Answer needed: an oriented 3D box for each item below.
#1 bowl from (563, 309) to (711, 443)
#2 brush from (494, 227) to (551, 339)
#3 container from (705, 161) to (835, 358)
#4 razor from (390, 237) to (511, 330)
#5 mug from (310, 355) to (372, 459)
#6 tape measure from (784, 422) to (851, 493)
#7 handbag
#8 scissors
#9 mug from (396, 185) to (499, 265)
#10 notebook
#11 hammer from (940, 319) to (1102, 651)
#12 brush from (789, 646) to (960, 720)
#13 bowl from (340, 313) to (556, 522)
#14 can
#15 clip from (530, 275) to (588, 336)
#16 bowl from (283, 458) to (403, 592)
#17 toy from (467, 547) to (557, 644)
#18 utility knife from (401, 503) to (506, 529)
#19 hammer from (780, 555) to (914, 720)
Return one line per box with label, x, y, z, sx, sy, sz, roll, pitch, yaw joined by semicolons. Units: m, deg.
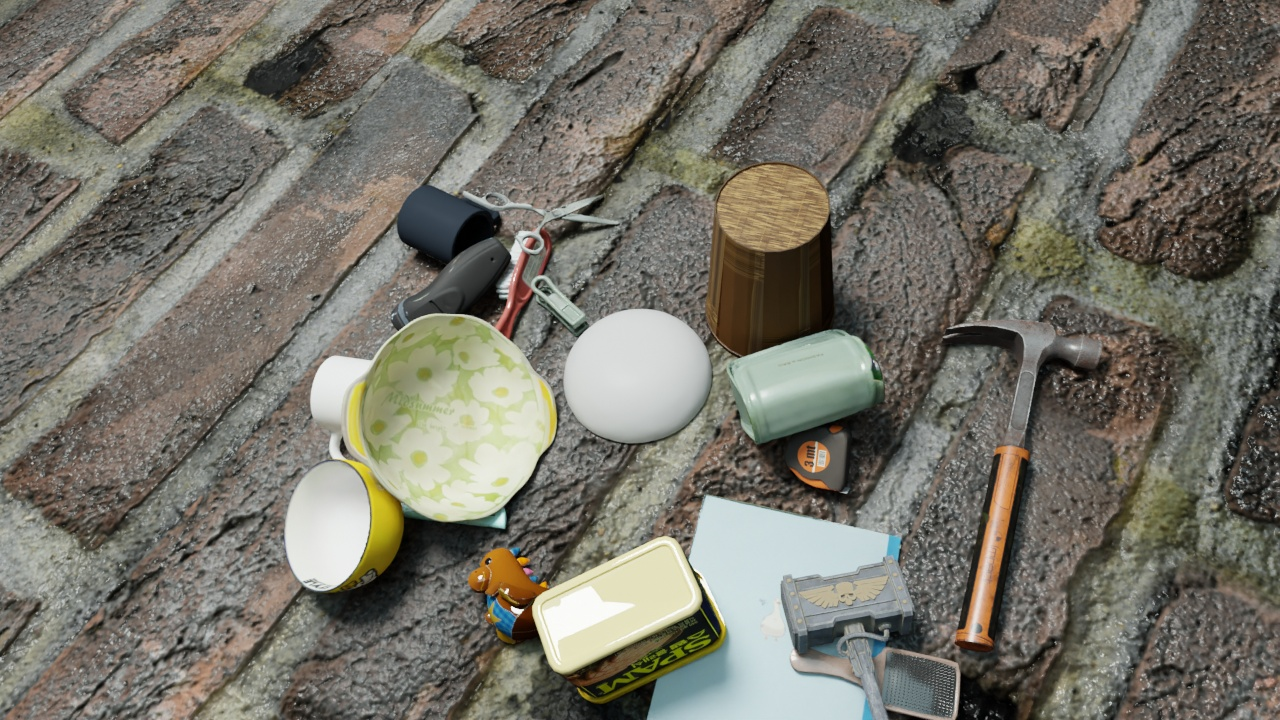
bowl;-0.005;0.005;0.903;0.149;0.043;0.149;-3;61;6
brush;-0.138;-0.066;0.967;0.030;0.041;0.172;4;63;30
container;0.123;-0.094;0.869;0.132;0.167;0.132;-3;61;6
razor;-0.196;-0.074;0.959;0.140;0.053;0.064;-42;26;-5
mug;-0.266;0.056;0.901;0.090;0.073;0.110;7;88;11
tape measure;0.163;0.086;0.836;0.059;0.038;0.058;6;98;21
handbag;0.146;0.021;0.830;0.122;0.067;0.106;-17;16;0
scissors;-0.106;-0.164;0.991;0.158;0.014;0.141;29;46;3
mug;-0.202;-0.151;1.008;0.077;0.071;0.104;27;41;20
notebook;0.112;0.248;0.772;0.181;0.009;0.252;11;63;13
hammer;0.312;0.098;0.815;0.138;0.035;0.313;15;65;15
brush;0.189;0.254;0.743;0.136;0.015;0.049;10;62;11
bowl;-0.183;0.054;0.850;0.060;0.218;0.188;-11;82;48
can;-0.008;0.211;0.744;0.135;0.104;0.075;-26;57;0
clip;-0.085;-0.058;0.958;0.023;0.042;0.076;-39;63;-16
bowl;-0.259;0.150;0.832;0.117;0.067;0.117;-8;75;32
toy;-0.095;0.198;0.814;0.102;0.071;0.090;-14;44;-27
utility knife;-0.204;0.143;0.872;0.166;0.015;0.022;2;63;13
hammer;0.186;0.299;0.666;0.098;0.044;0.321;-11;48;1
